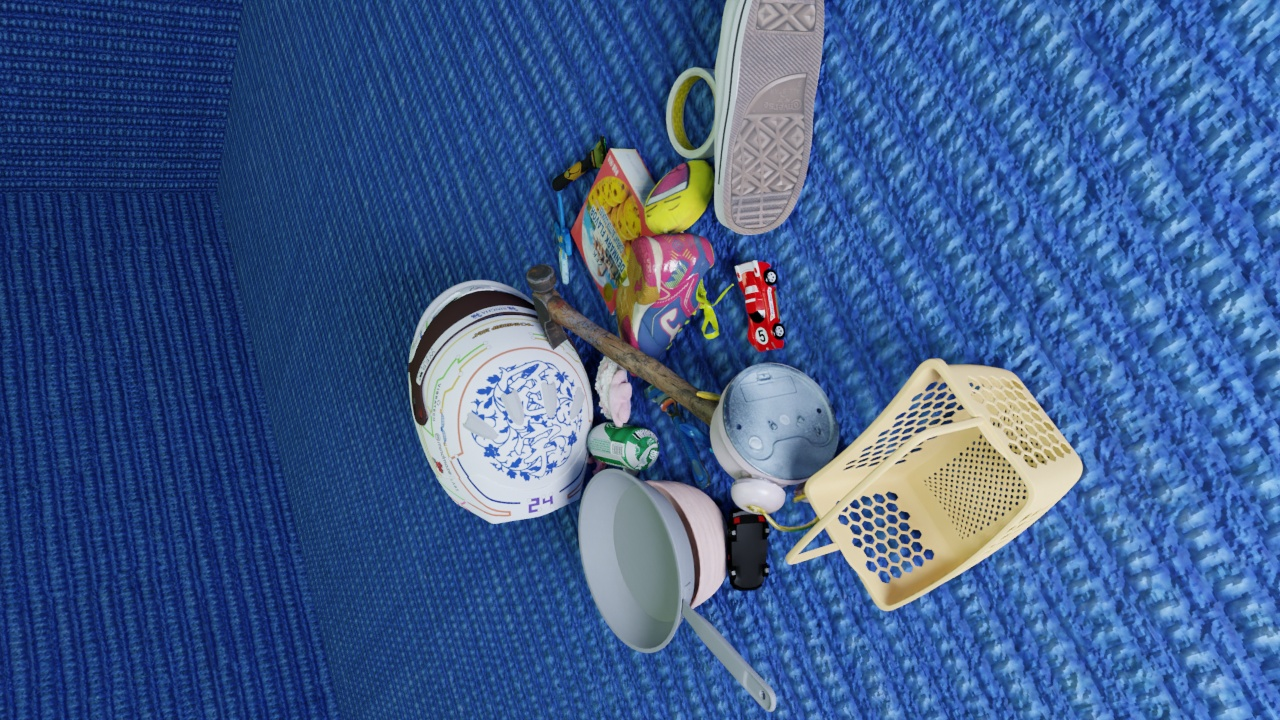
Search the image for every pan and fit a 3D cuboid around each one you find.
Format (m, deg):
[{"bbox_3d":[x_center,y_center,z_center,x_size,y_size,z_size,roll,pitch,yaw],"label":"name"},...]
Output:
[{"bbox_3d":[0.035,0.241,0.944,0.357,0.050,0.201,29,121,50],"label":"pan"}]

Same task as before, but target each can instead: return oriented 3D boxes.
[{"bbox_3d":[-0.021,0.106,1.139,0.101,0.053,0.053,4,99,56],"label":"can"}]

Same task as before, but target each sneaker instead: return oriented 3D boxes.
[{"bbox_3d":[0.102,-0.246,0.869,0.097,0.091,0.246,-141,49,-60],"label":"sneaker"},{"bbox_3d":[0.031,-0.054,1.025,0.242,0.091,0.116,107,150,-61],"label":"sneaker"}]

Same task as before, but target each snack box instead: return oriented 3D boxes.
[{"bbox_3d":[-0.020,-0.153,1.102,0.142,0.040,0.145,63,141,28],"label":"snack box"}]

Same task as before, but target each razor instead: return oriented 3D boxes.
[{"bbox_3d":[-0.080,-0.247,1.194,0.144,0.021,0.044,-15,83,58],"label":"razor"},{"bbox_3d":[0.048,0.085,1.063,0.044,0.018,0.141,-34,68,27],"label":"razor"}]

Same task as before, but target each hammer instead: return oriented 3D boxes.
[{"bbox_3d":[-0.006,0.006,1.011,0.330,0.033,0.120,34,151,35],"label":"hammer"}]

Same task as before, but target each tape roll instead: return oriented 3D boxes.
[{"bbox_3d":[0.062,-0.263,0.979,0.094,0.019,0.094,14,108,54],"label":"tape roll"}]

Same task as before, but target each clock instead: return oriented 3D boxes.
[{"bbox_3d":[0.128,0.083,0.862,0.157,0.116,0.059,70,155,18],"label":"clock"}]

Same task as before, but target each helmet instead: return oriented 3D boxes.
[{"bbox_3d":[-0.178,0.052,1.200,0.236,0.230,0.314,11,112,63],"label":"helmet"}]

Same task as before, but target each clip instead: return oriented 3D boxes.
[{"bbox_3d":[-0.053,0.135,1.221,0.060,0.023,0.045,-26,78,56],"label":"clip"}]

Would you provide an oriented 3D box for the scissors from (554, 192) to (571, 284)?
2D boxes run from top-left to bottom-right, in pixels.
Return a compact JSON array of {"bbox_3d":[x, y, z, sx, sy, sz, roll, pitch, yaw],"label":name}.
[{"bbox_3d":[-0.103,-0.159,1.225,0.125,0.013,0.130,-113,22,-58],"label":"scissors"}]

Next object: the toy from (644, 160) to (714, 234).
[{"bbox_3d":[0.042,-0.175,0.985,0.096,0.041,0.094,-13,51,48],"label":"toy"}]

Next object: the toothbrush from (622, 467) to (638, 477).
[{"bbox_3d":[-0.041,0.207,1.217,0.018,0.019,0.188,57,138,37],"label":"toothbrush"}]

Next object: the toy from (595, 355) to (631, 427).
[{"bbox_3d":[-0.032,0.036,1.132,0.109,0.041,0.096,-125,35,-67],"label":"toy"}]

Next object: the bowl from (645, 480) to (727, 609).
[{"bbox_3d":[0.051,0.202,1.029,0.153,0.076,0.153,16,109,55],"label":"bowl"}]

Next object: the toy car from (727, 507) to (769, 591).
[{"bbox_3d":[0.112,0.198,0.971,0.036,0.042,0.092,-132,40,-76],"label":"toy car"}]

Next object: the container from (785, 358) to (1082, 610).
[{"bbox_3d":[0.210,0.100,0.692,0.129,0.166,0.184,63,141,28],"label":"container"}]

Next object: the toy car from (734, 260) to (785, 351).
[{"bbox_3d":[0.120,-0.054,0.924,0.038,0.025,0.089,-10,87,56],"label":"toy car"}]

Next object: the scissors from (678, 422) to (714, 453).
[{"bbox_3d":[0.089,0.099,0.949,0.014,0.119,0.129,-55,31,-3],"label":"scissors"}]
